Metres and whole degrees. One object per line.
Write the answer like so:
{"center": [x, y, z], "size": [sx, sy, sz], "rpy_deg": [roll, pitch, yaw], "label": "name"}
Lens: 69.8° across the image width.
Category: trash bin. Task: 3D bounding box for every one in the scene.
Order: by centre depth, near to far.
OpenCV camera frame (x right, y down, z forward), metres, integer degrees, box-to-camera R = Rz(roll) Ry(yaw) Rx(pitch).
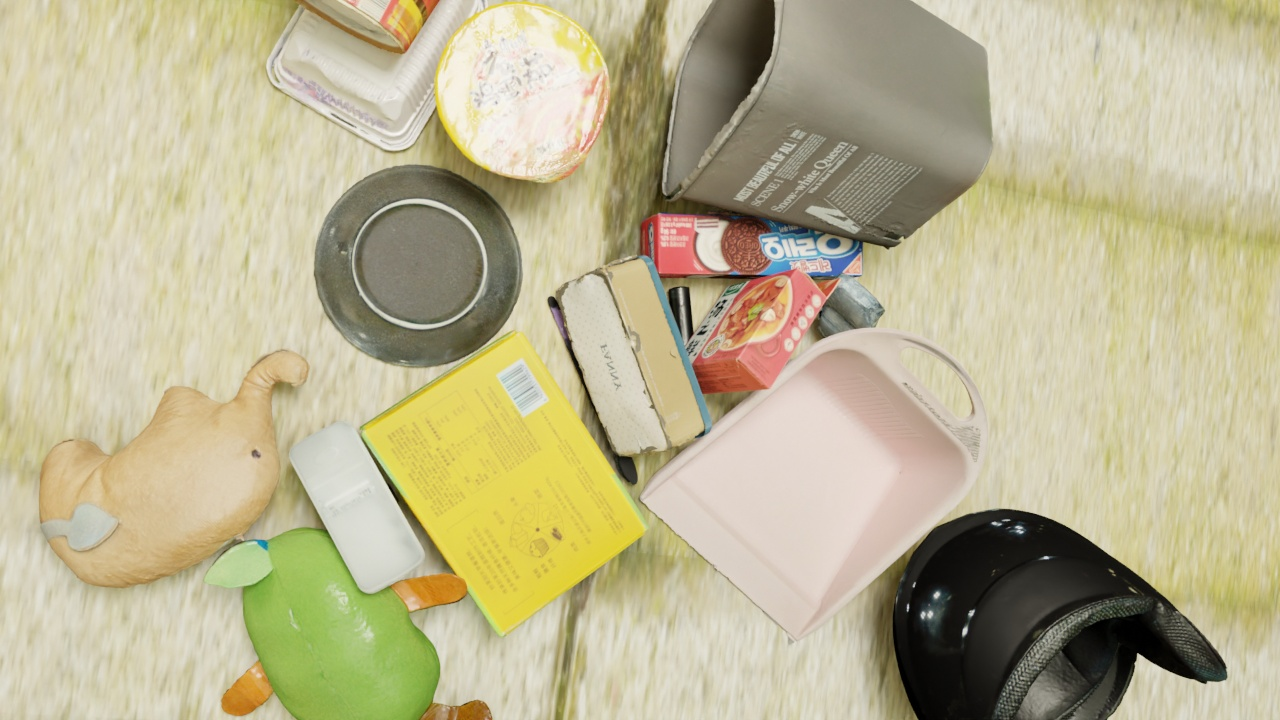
{"center": [0.157, -0.214, 0.779], "size": [0.219, 0.200, 0.198], "rpy_deg": [17, 62, -17], "label": "trash bin"}

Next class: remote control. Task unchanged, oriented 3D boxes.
{"center": [-0.223, 0.114, 0.722], "size": [0.055, 0.020, 0.136], "rpy_deg": [-30, 77, -15], "label": "remote control"}

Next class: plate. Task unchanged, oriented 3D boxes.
{"center": [-0.191, -0.083, 0.796], "size": [0.179, 0.024, 0.179], "rpy_deg": [0, 88, -15], "label": "plate"}

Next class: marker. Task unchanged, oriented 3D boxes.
{"center": [0.042, -0.003, 0.857], "size": [0.022, 0.020, 0.132], "rpy_deg": [-5, 90, -46], "label": "marker"}

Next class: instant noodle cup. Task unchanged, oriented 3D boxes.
{"center": [-0.203, -0.307, 0.687], "size": [0.138, 0.138, 0.108], "rpy_deg": [26, 90, -13], "label": "instant noodle cup"}
{"center": [-0.100, -0.215, 0.774], "size": [0.138, 0.110, 0.138], "rpy_deg": [0, 93, -8], "label": "instant noodle cup"}
{"center": [-0.220, -0.283, 0.778], "size": [0.138, 0.060, 0.173], "rpy_deg": [29, 82, -12], "label": "instant noodle cup"}

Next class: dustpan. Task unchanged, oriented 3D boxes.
{"center": [0.170, 0.102, 0.827], "size": [0.222, 0.139, 0.273], "rpy_deg": [41, 78, -11], "label": "dustpan"}

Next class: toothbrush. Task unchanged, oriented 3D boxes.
{"center": [-0.045, 0.028, 0.840], "size": [0.014, 0.017, 0.189], "rpy_deg": [-25, 92, -26], "label": "toothbrush"}

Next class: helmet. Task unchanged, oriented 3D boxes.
{"center": [0.349, 0.266, 0.827], "size": [0.233, 0.230, 0.275], "rpy_deg": [-34, 138, -5], "label": "helmet"}

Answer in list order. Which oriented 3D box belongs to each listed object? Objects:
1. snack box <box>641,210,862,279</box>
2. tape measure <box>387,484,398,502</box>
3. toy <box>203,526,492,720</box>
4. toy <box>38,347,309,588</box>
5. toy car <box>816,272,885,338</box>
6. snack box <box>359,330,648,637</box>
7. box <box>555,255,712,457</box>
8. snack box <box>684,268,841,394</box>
{"center": [0.107, -0.106, 0.860], "size": [0.207, 0.057, 0.058], "rpy_deg": [-1, 91, -15], "label": "snack box"}
{"center": [-0.224, 0.117, 0.763], "size": [0.039, 0.058, 0.057], "rpy_deg": [-31, 74, -17], "label": "tape measure"}
{"center": [-0.236, 0.239, 0.740], "size": [0.227, 0.090, 0.246], "rpy_deg": [-30, 92, -2], "label": "toy"}
{"center": [-0.348, 0.083, 0.718], "size": [0.225, 0.083, 0.143], "rpy_deg": [-31, 84, -15], "label": "toy"}
{"center": [0.190, -0.040, 0.848], "size": [0.036, 0.121, 0.054], "rpy_deg": [-42, 75, -9], "label": "toy car"}
{"center": [-0.116, 0.102, 0.786], "size": [0.157, 0.070, 0.210], "rpy_deg": [-34, 97, -13], "label": "snack box"}
{"center": [-0.005, 0.005, 0.804], "size": [0.059, 0.090, 0.184], "rpy_deg": [-26, 98, -39], "label": "box"}
{"center": [0.100, -0.033, 0.814], "size": [0.044, 0.113, 0.127], "rpy_deg": [43, 68, -18], "label": "snack box"}
